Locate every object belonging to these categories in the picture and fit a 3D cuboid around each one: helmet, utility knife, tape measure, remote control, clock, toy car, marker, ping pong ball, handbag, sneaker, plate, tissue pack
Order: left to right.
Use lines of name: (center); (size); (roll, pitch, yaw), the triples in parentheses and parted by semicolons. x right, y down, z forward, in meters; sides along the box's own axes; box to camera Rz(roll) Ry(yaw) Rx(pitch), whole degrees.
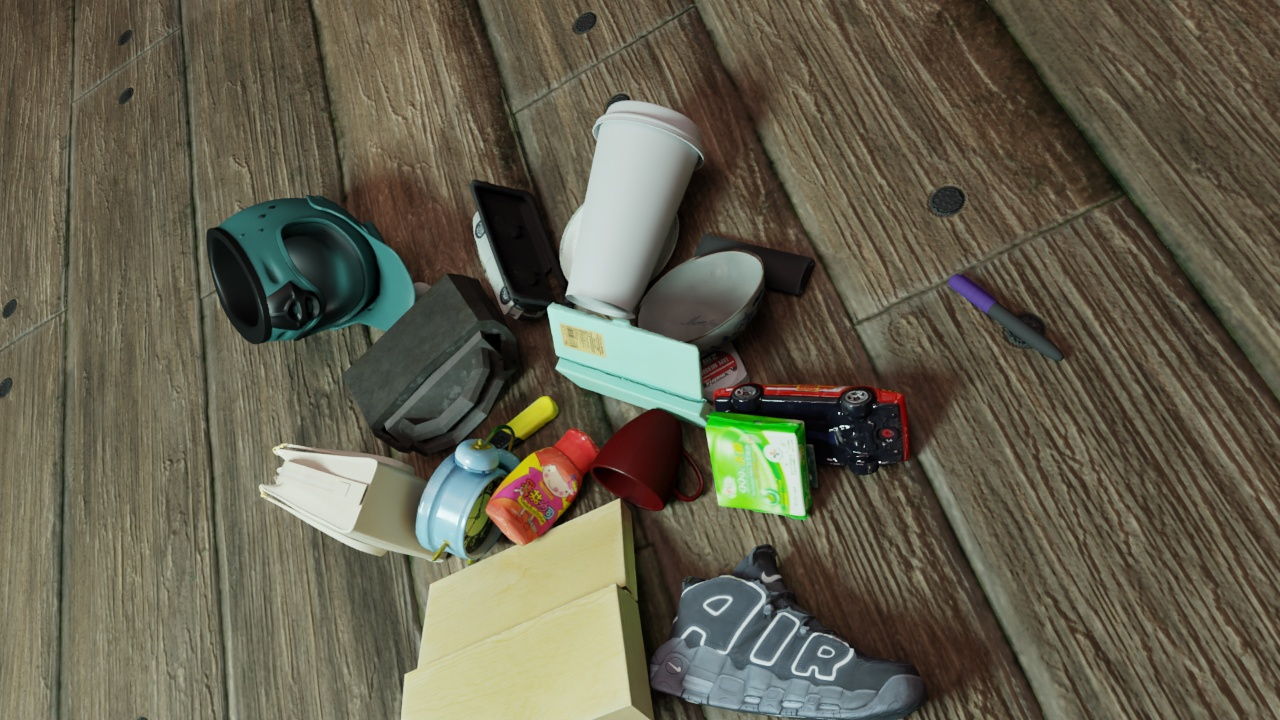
helmet: (-0.416, -0.112, 1.176); (0.275, 0.199, 0.177); (30, 128, 45)
handbag: (-0.329, 0.150, 1.021); (0.198, 0.194, 0.101); (10, 73, 26)
ping pong ball: (-0.286, -0.081, 1.190); (0.040, 0.040, 0.040); (-10, 65, 22)
handbag: (-0.227, 0.023, 1.080); (0.197, 0.102, 0.199); (-44, 41, 4)
clock: (-0.183, 0.144, 1.003); (0.060, 0.118, 0.162); (19, 84, 19)
utility knife: (-0.168, 0.100, 1.069); (0.173, 0.020, 0.028); (-36, 57, 7)
toy car: (-0.161, -0.127, 1.135); (0.071, 0.094, 0.191); (-48, 53, 37)
plate: (-0.025, -0.144, 1.106); (0.157, 0.014, 0.156); (-10, 66, 22)
tape measure: (0.082, 0.014, 0.984); (0.060, 0.020, 0.062); (-30, 58, 6)
remote control: (0.121, -0.108, 1.017); (0.141, 0.021, 0.045); (17, 76, 32)
tissue pack: (0.117, 0.100, 0.887); (0.100, 0.114, 0.034); (4, 30, 27)
sneaker: (0.132, 0.241, 0.825); (0.253, 0.097, 0.150); (-4, 65, 30)
toy car: (0.163, 0.062, 0.892); (0.190, 0.082, 0.056); (0, 29, 24)
marker: (0.351, -0.043, 0.882); (0.018, 0.015, 0.134); (-29, 55, -21)

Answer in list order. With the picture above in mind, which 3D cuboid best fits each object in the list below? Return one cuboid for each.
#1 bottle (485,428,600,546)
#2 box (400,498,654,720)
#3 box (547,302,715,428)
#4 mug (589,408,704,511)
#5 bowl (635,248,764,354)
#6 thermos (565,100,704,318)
bottle: (-0.101, 0.132, 0.986); (0.134, 0.071, 0.048); (-46, 29, -20)
box: (-0.115, 0.278, 0.902); (0.247, 0.068, 0.253); (-26, 31, 13)
box: (-0.009, 0.012, 0.965); (0.187, 0.139, 0.052); (16, 63, 31)
mug: (0.018, 0.103, 0.953); (0.114, 0.087, 0.088); (29, 67, 4)
bowl: (0.072, -0.051, 0.981); (0.151, 0.057, 0.150); (-22, 34, 16)
thermos: (-0.014, -0.166, 1.035); (0.132, 0.131, 0.221); (12, 82, 29)
